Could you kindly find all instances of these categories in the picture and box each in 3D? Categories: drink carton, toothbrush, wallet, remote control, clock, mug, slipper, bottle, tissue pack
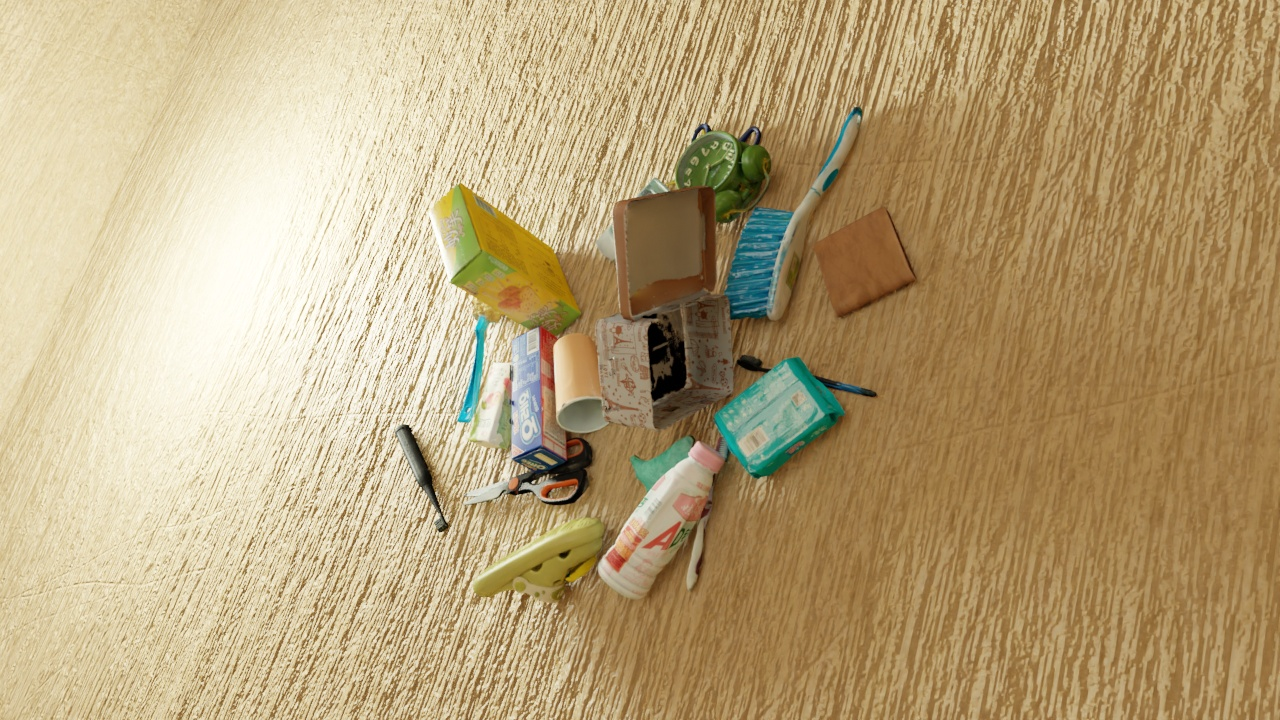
[{"bbox_3d":[-0.202,0.067,1.329,0.054,0.045,0.122,-1,67,42],"label":"drink carton"},{"bbox_3d":[0.193,0.018,1.085,0.190,0.014,0.016,14,52,39],"label":"toothbrush"},{"bbox_3d":[0.265,-0.119,1.095,0.101,0.020,0.115,-27,52,25],"label":"wallet"},{"bbox_3d":[0.081,0.180,1.086,0.017,0.016,0.187,5,71,27],"label":"toothbrush"},{"bbox_3d":[-0.007,-0.203,1.335,0.135,0.019,0.056,-46,50,9],"label":"remote control"},{"bbox_3d":[0.112,-0.244,1.225,0.161,0.056,0.116,38,96,44],"label":"clock"},{"bbox_3d":[-0.328,0.176,1.381,0.027,0.026,0.212,-36,51,1],"label":"toothbrush"},{"bbox_3d":[-0.083,0.027,1.245,0.078,0.078,0.122,-31,48,20],"label":"mug"},{"bbox_3d":[-0.120,0.264,1.160,0.191,0.091,0.081,-28,91,13],"label":"slipper"},{"bbox_3d":[0.029,0.185,1.079,0.068,0.068,0.197,38,96,41],"label":"bottle"},{"bbox_3d":[0.157,0.065,1.055,0.134,0.050,0.093,-40,59,15],"label":"tissue pack"}]

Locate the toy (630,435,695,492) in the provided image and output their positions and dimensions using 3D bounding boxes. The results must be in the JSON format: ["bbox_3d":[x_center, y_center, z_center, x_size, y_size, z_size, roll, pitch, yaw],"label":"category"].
[{"bbox_3d":[0.039,0.134,1.130,0.092,0.030,0.096,-40,61,16],"label":"toy"}]

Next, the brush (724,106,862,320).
[{"bbox_3d":[0.194,-0.187,1.162,0.110,0.060,0.314,7,70,32],"label":"brush"}]

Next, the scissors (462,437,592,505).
[{"bbox_3d":[-0.157,0.159,1.272,0.235,0.021,0.148,5,64,42],"label":"scissors"}]

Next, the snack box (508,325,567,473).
[{"bbox_3d":[-0.142,0.052,1.270,0.057,0.058,0.207,-25,49,24],"label":"snack box"}]

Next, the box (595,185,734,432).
[{"bbox_3d":[0.031,-0.066,1.068,0.082,0.176,0.260,8,110,36],"label":"box"}]

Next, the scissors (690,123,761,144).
[{"bbox_3d":[0.103,-0.272,1.294,0.163,0.012,0.174,-31,55,21],"label":"scissors"}]

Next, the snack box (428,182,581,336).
[{"bbox_3d":[-0.193,-0.137,1.313,0.070,0.210,0.157,-38,50,16],"label":"snack box"}]

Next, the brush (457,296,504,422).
[{"bbox_3d":[-0.243,-0.026,1.414,0.083,0.046,0.254,0,72,32],"label":"brush"}]
